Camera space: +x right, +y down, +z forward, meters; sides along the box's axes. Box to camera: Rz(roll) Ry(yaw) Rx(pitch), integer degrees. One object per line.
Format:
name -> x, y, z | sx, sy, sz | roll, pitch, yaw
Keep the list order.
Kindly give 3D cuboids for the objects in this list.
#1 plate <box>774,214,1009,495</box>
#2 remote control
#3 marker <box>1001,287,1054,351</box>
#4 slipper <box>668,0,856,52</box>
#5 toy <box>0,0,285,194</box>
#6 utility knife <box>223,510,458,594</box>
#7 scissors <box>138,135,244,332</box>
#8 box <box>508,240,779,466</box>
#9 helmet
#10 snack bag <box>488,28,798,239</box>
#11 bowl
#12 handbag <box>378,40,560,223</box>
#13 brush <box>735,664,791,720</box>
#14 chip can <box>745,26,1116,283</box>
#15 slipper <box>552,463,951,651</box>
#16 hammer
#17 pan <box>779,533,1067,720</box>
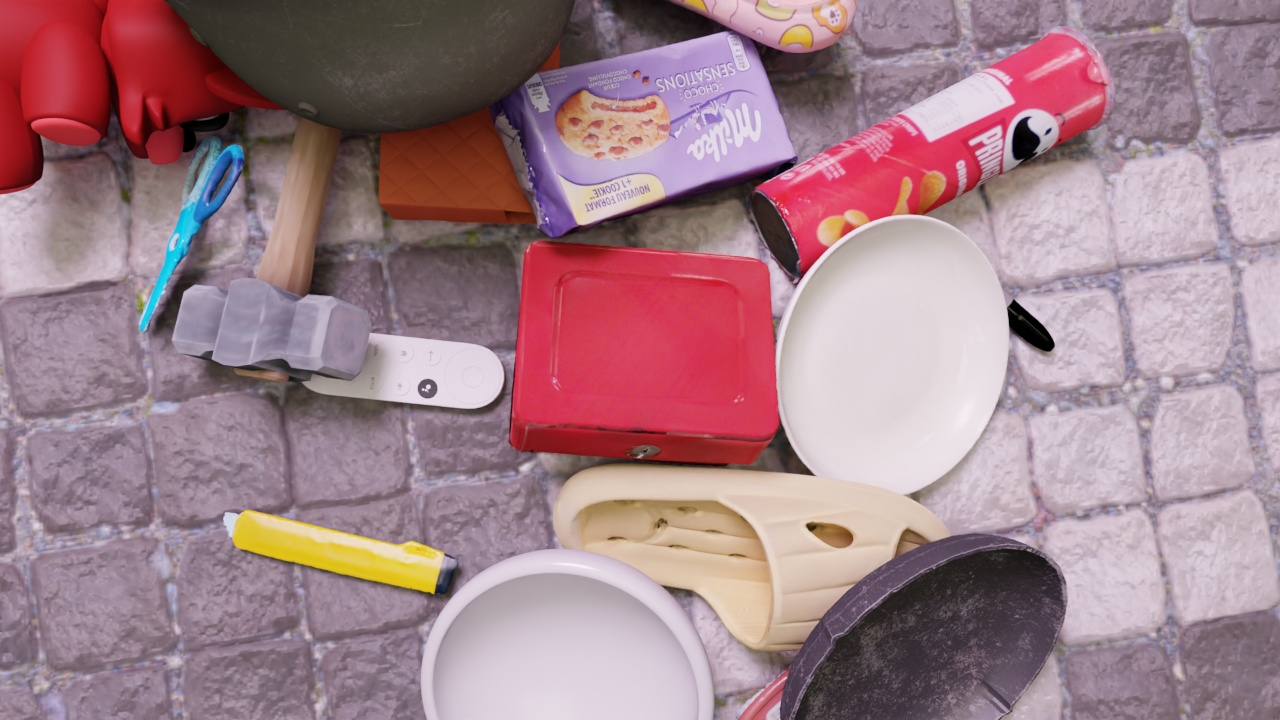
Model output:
plate -> 0.158, -0.002, 0.594 | 0.182, 0.034, 0.182 | -4, 101, -23
remote control -> -0.158, 0.006, 0.605 | 0.136, 0.013, 0.043 | 6, 87, -3
marker -> 0.232, -0.053, 0.628 | 0.138, 0.022, 0.016 | 41, 98, -2
slipper -> 0.053, -0.271, 0.576 | 0.197, 0.082, 0.093 | 33, 59, 12
toy -> -0.310, -0.177, 0.550 | 0.197, 0.121, 0.158 | -10, 46, -15
utility knife -> -0.196, 0.122, 0.597 | 0.155, 0.017, 0.030 | 14, 82, -4
scissors -> -0.285, -0.076, 0.576 | 0.015, 0.083, 0.140 | 27, 82, -46
box -> -0.001, -0.003, 0.565 | 0.157, 0.123, 0.136 | 3, 83, -4
helmet -> -0.136, -0.207, 0.471 | 0.268, 0.154, 0.226 | 13, 60, 22
snack bag -> 0.008, -0.142, 0.575 | 0.205, 0.059, 0.096 | -22, 89, -31
bowl -> -0.041, 0.193, 0.569 | 0.177, 0.066, 0.177 | 1, 102, 7
handbag -> -0.105, -0.177, 0.592 | 0.109, 0.060, 0.172 | 2, 87, -4
brush -> 0.067, 0.248, 0.601 | 0.172, 0.030, 0.041 | -38, 91, -6
chip can -> 0.187, -0.134, 0.604 | 0.233, 0.073, 0.073 | -28, 90, -4
slipper -> 0.072, 0.125, 0.564 | 0.261, 0.079, 0.111 | 10, 122, 0
hammer -> -0.204, -0.146, 0.583 | 0.117, 0.051, 0.322 | 6, 81, 23
pan -> 0.123, 0.244, 0.576 | 0.207, 0.040, 0.357 | 31, 103, -36
